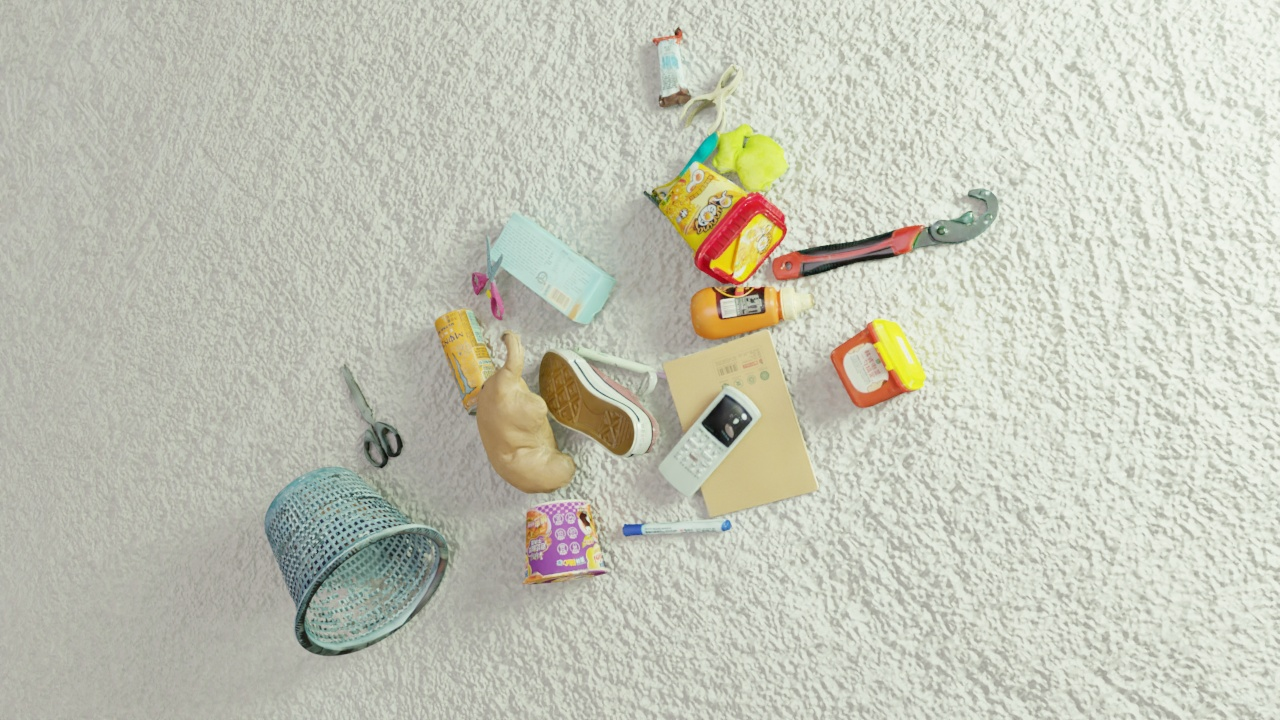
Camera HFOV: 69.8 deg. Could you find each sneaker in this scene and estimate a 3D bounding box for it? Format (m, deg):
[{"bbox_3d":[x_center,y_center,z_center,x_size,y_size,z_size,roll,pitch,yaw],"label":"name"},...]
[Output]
[{"bbox_3d":[-0.047,0.055,1.198,0.241,0.087,0.118,32,112,45],"label":"sneaker"}]

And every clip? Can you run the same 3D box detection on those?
[{"bbox_3d":[0.103,-0.325,1.188,0.102,0.035,0.095,-32,71,10],"label":"clip"}]

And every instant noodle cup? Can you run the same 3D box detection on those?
[{"bbox_3d":[-0.103,0.237,1.204,0.112,0.111,0.099,-13,73,22],"label":"instant noodle cup"},{"bbox_3d":[0.098,-0.175,1.144,0.116,0.116,0.123,-49,59,13],"label":"instant noodle cup"}]

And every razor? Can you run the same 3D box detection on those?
[{"bbox_3d":[0.060,-0.248,1.193,0.043,0.028,0.133,48,119,6],"label":"razor"}]

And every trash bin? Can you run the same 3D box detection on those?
[{"bbox_3d":[-0.416,0.262,1.289,0.195,0.226,0.227,41,102,33],"label":"trash bin"}]

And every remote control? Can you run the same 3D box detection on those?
[{"bbox_3d":[0.085,0.102,1.152,0.058,0.021,0.150,42,107,14],"label":"remote control"}]

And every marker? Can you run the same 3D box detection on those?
[{"bbox_3d":[0.046,0.216,1.186,0.146,0.017,0.017,-7,84,23],"label":"marker"}]

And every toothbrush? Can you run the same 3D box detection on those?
[{"bbox_3d":[-0.007,0.007,1.220,0.190,0.020,0.029,15,68,23],"label":"toothbrush"}]

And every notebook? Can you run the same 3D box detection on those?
[{"bbox_3d":[0.123,0.081,1.153,0.148,0.008,0.207,-19,87,21],"label":"notebook"}]

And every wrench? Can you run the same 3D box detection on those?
[{"bbox_3d":[0.291,-0.143,1.105,0.274,0.016,0.056,-16,81,21],"label":"wrench"}]

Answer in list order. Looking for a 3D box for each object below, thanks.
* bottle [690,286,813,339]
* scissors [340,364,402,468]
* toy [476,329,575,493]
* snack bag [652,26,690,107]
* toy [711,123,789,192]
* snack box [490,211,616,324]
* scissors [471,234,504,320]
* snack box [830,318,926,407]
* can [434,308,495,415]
[{"bbox_3d":[0.139,-0.065,1.143,0.150,0.066,0.066,-7,84,15],"label":"bottle"},{"bbox_3d":[-0.408,0.075,1.392,0.133,0.014,0.175,-2,83,24],"label":"scissors"},{"bbox_3d":[-0.165,0.074,1.210,0.144,0.082,0.226,-9,107,37],"label":"toy"},{"bbox_3d":[0.040,-0.390,1.221,0.045,0.026,0.105,-7,85,13],"label":"snack bag"},{"bbox_3d":[0.140,-0.258,1.165,0.100,0.031,0.096,6,75,20],"label":"toy"},{"bbox_3d":[-0.122,-0.127,1.259,0.175,0.051,0.074,37,99,21],"label":"snack box"},{"bbox_3d":[-0.214,-0.122,1.283,0.108,0.017,0.136,38,141,38],"label":"scissors"},{"bbox_3d":[0.274,0.006,1.070,0.080,0.081,0.091,-31,74,28],"label":"snack box"},{"bbox_3d":[-0.242,0.002,1.299,0.058,0.058,0.146,-27,77,19],"label":"can"}]
